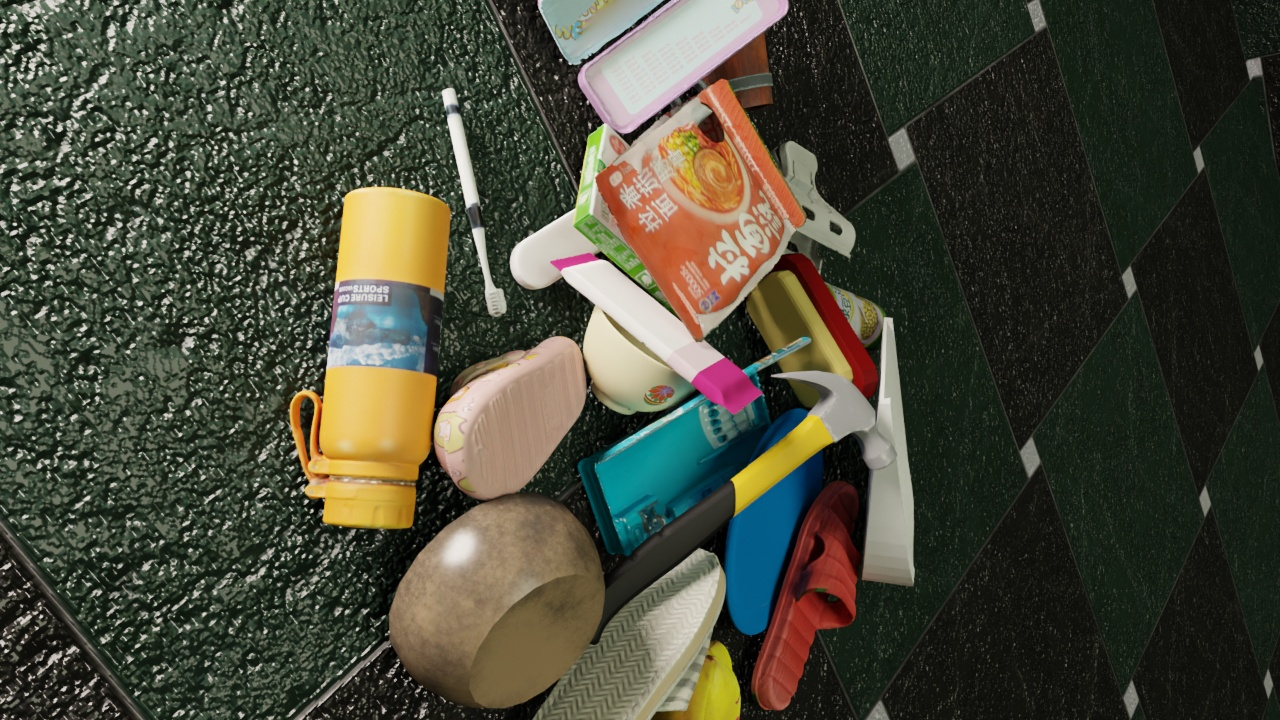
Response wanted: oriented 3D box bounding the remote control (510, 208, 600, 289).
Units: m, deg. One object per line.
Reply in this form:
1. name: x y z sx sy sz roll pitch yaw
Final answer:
1. remote control: -0.061 -0.105 0.807 0.136 0.013 0.043 -39 111 -36

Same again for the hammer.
1. hammer: 0.073 0.122 0.784 0.323 0.029 0.127 -35 100 -15

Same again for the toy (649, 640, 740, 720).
1. toy: 0.039 0.346 0.802 0.134 0.087 0.193 52 46 -79

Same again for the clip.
1. clip: 0.175 -0.161 0.976 0.126 0.105 0.151 18 84 -41

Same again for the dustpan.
1. dustpan: 0.270 0.113 0.962 0.191 0.053 0.258 -61 153 -59

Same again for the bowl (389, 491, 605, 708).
1. bowl: -0.093 0.181 0.663 0.161 0.070 0.162 -26 134 -31

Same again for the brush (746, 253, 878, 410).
1. brush: 0.164 -0.023 0.917 0.041 0.082 0.173 -16 71 -39

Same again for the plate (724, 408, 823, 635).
1. plate: 0.127 0.156 0.903 0.223 0.024 0.224 -26 121 -54

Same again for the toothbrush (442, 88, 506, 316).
1. toothbrush: -0.134 -0.127 0.743 0.012 0.017 0.187 -16 96 -44

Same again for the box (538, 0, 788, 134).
1. box: 0.024 -0.322 0.827 0.214 0.041 0.151 -38 121 -8

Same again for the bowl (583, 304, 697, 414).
1. bowl: -0.005 0.005 0.797 0.117 0.118 0.074 16 119 -39

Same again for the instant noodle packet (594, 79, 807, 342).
1. instant noodle packet: 0.046 -0.131 0.815 0.164 0.084 0.220 57 40 -15

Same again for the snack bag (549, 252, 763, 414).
1. snack bag: 0.013 -0.026 0.758 0.196 0.016 0.070 40 25 13

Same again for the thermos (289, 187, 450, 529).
1. thermos: -0.189 0.000 0.653 0.076 0.091 0.232 23 69 -67

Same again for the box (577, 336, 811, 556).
1. box: 0.049 0.063 0.841 0.226 0.086 0.169 -27 138 -39

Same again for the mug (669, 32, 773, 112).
1. mug: 0.074 -0.300 0.908 0.117 0.081 0.111 -16 100 -23

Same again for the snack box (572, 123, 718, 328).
1. snack box: 0.011 -0.117 0.831 0.168 0.027 0.131 39 38 -32

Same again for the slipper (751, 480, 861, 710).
1. slipper: 0.187 0.244 0.943 0.103 0.059 0.248 49 60 -47

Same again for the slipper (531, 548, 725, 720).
1. slipper: -0.013 0.257 0.743 0.271 0.115 0.054 -49 123 -43

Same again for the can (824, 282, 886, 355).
1. can: 0.207 -0.047 0.998 0.120 0.067 0.067 15 76 -39

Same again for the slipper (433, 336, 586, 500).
1. slipper: -0.108 0.040 0.715 0.196 0.082 0.093 -40 128 -62
